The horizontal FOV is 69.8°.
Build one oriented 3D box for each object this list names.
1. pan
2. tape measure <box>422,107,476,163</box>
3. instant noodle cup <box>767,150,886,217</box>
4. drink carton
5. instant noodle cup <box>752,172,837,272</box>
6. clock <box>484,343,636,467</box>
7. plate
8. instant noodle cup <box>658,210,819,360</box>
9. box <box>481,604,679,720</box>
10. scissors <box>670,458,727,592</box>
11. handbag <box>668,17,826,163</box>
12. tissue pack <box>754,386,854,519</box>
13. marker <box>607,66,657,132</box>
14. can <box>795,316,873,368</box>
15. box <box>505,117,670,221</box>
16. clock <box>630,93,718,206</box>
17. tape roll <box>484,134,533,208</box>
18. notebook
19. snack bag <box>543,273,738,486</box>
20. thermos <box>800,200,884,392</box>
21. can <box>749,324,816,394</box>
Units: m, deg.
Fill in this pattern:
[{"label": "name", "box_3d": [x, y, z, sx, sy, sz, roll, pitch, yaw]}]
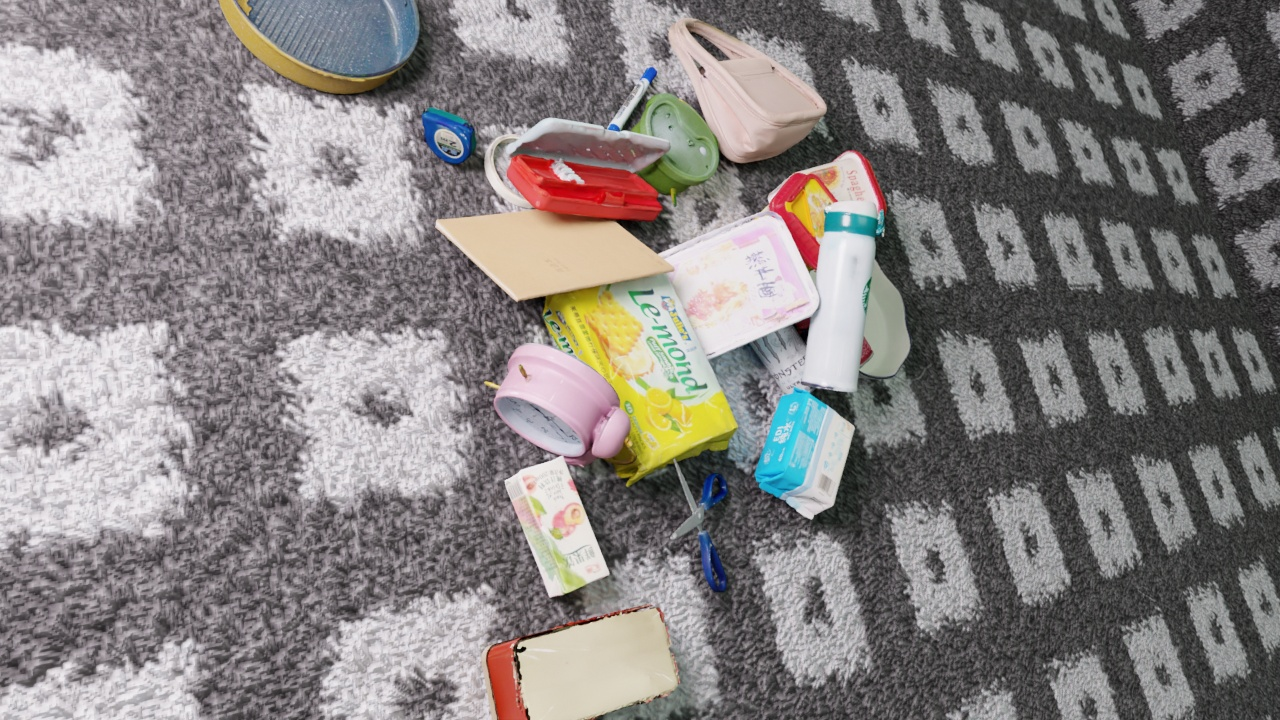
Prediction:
[{"label": "pan", "box_3d": [-0.300, -0.434, 0.949, 0.197, 0.078, 0.356, 27, 56, -27]}, {"label": "tape measure", "box_3d": [-0.197, -0.233, 0.954, 0.058, 0.055, 0.025, 23, 54, 10]}, {"label": "instant noodle cup", "box_3d": [0.256, -0.220, 1.281, 0.124, 0.117, 0.116, -12, 78, -29]}, {"label": "drink carton", "box_3d": [-0.081, 0.159, 0.873, 0.053, 0.046, 0.122, -17, 81, -36]}, {"label": "instant noodle cup", "box_3d": [0.189, -0.159, 1.182, 0.116, 0.124, 0.115, 48, 49, -10]}, {"label": "clock", "box_3d": [-0.069, 0.053, 0.887, 0.158, 0.117, 0.059, 37, 62, -17]}, {"label": "plate", "box_3d": [0.293, -0.065, 1.276, 0.204, 0.046, 0.204, 17, 61, -33]}, {"label": "instant noodle cup", "box_3d": [0.106, -0.084, 1.083, 0.173, 0.060, 0.138, -23, 84, -8]}, {"label": "box", "box_3d": [-0.047, 0.279, 0.824, 0.168, 0.077, 0.091, -2, 71, -39]}, {"label": "scissors", "box_3d": [0.066, 0.172, 0.971, 0.173, 0.012, 0.162, -25, 104, -65]}, {"label": "handbag", "box_3d": [0.131, -0.390, 1.273, 0.234, 0.094, 0.192, 52, 38, 7]}, {"label": "tissue pack", "box_3d": [0.195, 0.109, 1.100, 0.090, 0.063, 0.139, 34, 62, -24]}, {"label": "marker", "box_3d": [-0.011, -0.332, 1.175, 0.017, 0.017, 0.145, 40, 50, -18]}, {"label": "can", "box_3d": [0.242, -0.031, 1.159, 0.094, 0.067, 0.066, 56, 47, -8]}, {"label": "box", "box_3d": [-0.048, -0.222, 1.018, 0.201, 0.098, 0.095, -5, 46, -48]}, {"label": "clock", "box_3d": [0.044, -0.278, 1.167, 0.116, 0.056, 0.160, 42, 50, -18]}, {"label": "tape roll", "box_3d": [-0.133, -0.211, 1.023, 0.085, 0.014, 0.085, 17, 60, -32]}, {"label": "notebook", "box_3d": [-0.085, -0.118, 0.964, 0.211, 0.012, 0.149, -15, 45, -41]}, {"label": "snack bag", "box_3d": [-0.006, 0.006, 0.989, 0.157, 0.068, 0.246, -20, 83, -42]}, {"label": "thermos", "box_3d": [0.240, -0.077, 1.086, 0.073, 0.073, 0.224, 5, 94, -37]}, {"label": "can", "box_3d": [0.170, -0.023, 1.149, 0.146, 0.058, 0.058, 55, 48, -5]}]
